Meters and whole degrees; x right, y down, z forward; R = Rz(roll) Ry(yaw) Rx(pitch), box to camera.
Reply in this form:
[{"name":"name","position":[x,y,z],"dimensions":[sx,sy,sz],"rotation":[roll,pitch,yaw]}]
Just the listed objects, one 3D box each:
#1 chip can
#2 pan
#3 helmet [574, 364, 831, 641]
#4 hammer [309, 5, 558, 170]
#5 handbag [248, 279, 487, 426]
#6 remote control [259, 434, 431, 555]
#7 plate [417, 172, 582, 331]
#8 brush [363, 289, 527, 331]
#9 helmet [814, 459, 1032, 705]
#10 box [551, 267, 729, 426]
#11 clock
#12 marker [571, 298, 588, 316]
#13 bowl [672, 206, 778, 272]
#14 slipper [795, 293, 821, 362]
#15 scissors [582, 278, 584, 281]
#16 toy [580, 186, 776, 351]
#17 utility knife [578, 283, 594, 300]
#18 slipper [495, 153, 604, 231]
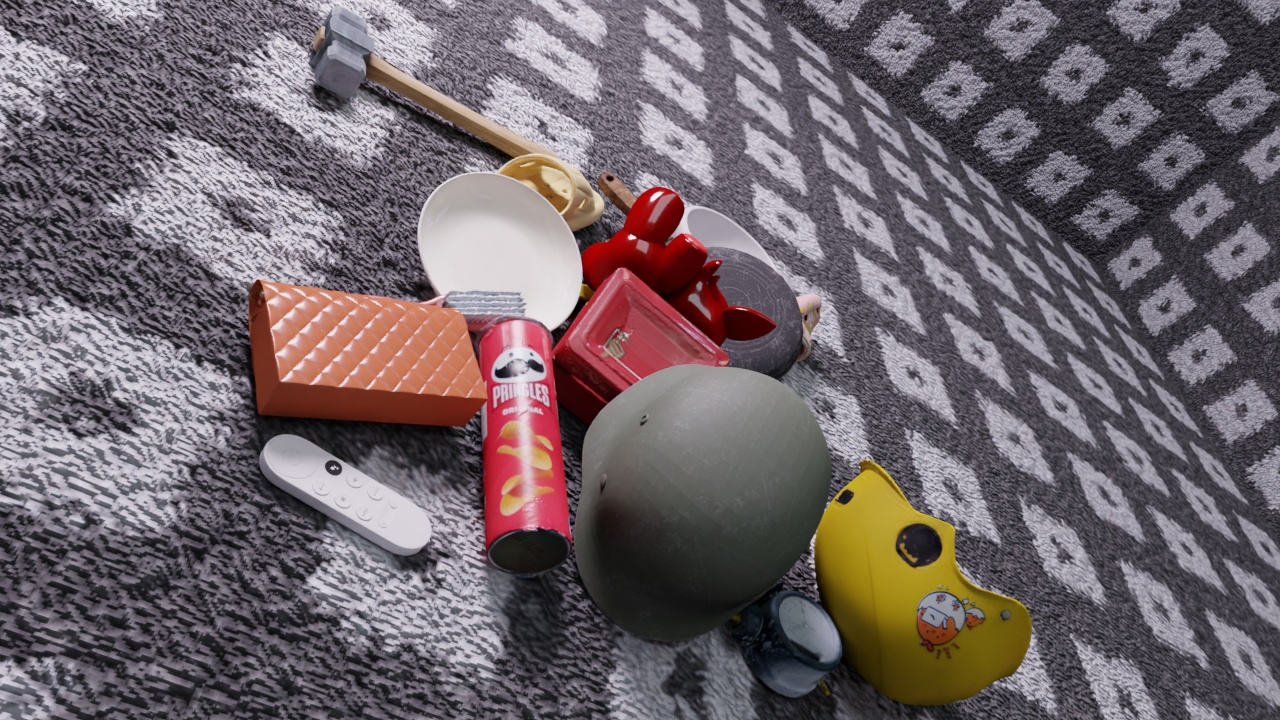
[{"name":"chip can","position":[-0.102,0.067,0.785],"dimensions":[0.073,0.073,0.232],"rotation":[22,38,-31]},{"name":"pan","position":[0.058,-0.116,1.131],"dimensions":[0.207,0.040,0.357],"rotation":[-32,74,-27]},{"name":"helmet","position":[0.064,0.107,0.776],"dimensions":[0.227,0.154,0.267],"rotation":[38,68,-2]},{"name":"hammer","position":[-0.236,-0.306,1.107],"dimensions":[0.322,0.051,0.117],"rotation":[23,37,-34]},{"name":"handbag","position":[-0.223,-0.004,0.744],"dimensions":[0.171,0.060,0.108],"rotation":[7,52,-40]},{"name":"remote control","position":[-0.216,0.099,0.676],"dimensions":[0.136,0.013,0.043],"rotation":[35,33,-14]},{"name":"plate","position":[-0.145,-0.103,0.935],"dimensions":[0.182,0.034,0.182],"rotation":[14,64,-31]},{"name":"brush","position":[-0.182,-0.049,0.843],"dimensions":[0.172,0.030,0.041],"rotation":[-3,73,-36]},{"name":"helmet","position":[0.242,0.230,0.892],"dimensions":[0.240,0.139,0.209],"rotation":[51,-9,21]},{"name":"box","position":[-0.017,0.016,0.935],"dimensions":[0.157,0.123,0.136],"rotation":[41,50,-9]},{"name":"clock","position":[0.128,0.250,0.847],"dimensions":[0.129,0.052,0.090],"rotation":[40,31,4]},{"name":"marker","position":[-0.099,-0.060,0.996],"dimensions":[0.138,0.016,0.022],"rotation":[2,73,-46]},{"name":"bowl","position":[0.107,-0.126,1.253],"dimensions":[0.176,0.066,0.176],"rotation":[29,34,-22]},{"name":"slipper","position":[0.190,-0.033,1.231],"dimensions":[0.196,0.093,0.081],"rotation":[-25,97,-59]},{"name":"scissors","position":[-0.082,-0.115,1.082],"dimensions":[0.140,0.015,0.083],"rotation":[19,36,-30]},{"name":"toy","position":[0.031,-0.072,1.001],"dimensions":[0.197,0.159,0.120],"rotation":[45,35,-7]},{"name":"utility knife","position":[-0.082,-0.081,1.038],"dimensions":[0.155,0.017,0.030],"rotation":[13,47,-38]},{"name":"slipper","position":[-0.123,-0.200,1.066],"dimensions":[0.111,0.079,0.260],"rotation":[36,31,12]}]
